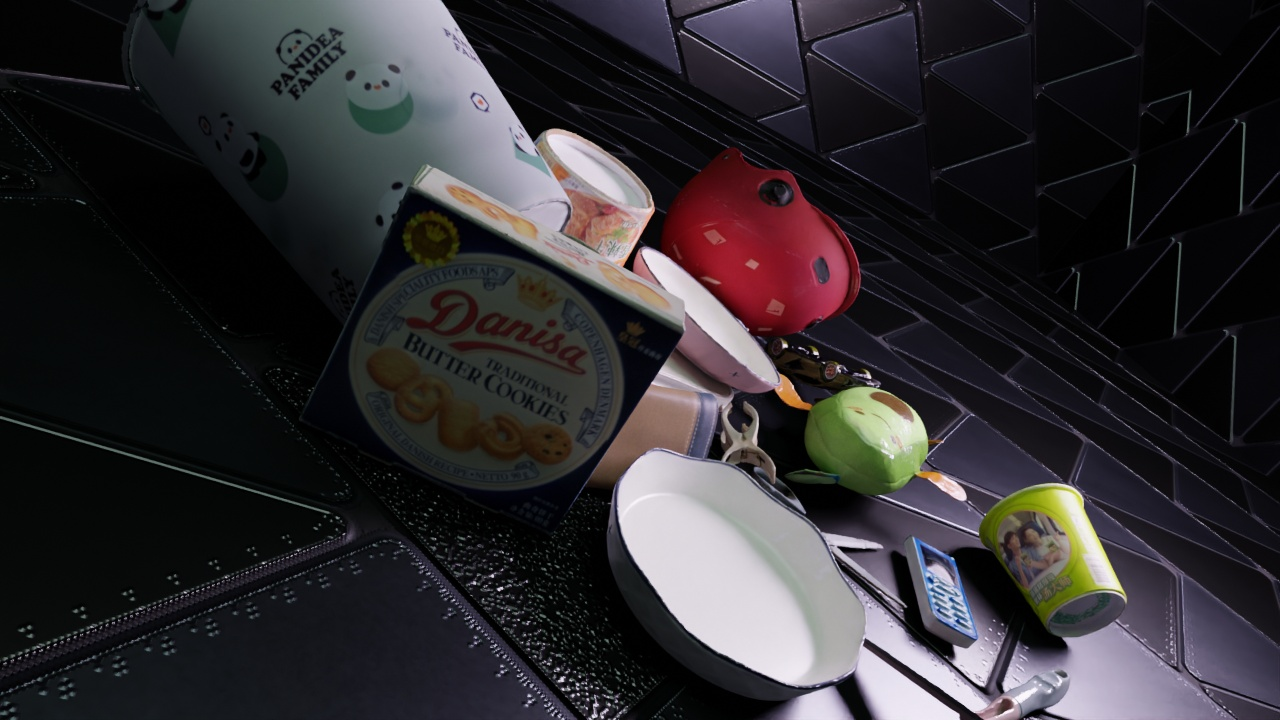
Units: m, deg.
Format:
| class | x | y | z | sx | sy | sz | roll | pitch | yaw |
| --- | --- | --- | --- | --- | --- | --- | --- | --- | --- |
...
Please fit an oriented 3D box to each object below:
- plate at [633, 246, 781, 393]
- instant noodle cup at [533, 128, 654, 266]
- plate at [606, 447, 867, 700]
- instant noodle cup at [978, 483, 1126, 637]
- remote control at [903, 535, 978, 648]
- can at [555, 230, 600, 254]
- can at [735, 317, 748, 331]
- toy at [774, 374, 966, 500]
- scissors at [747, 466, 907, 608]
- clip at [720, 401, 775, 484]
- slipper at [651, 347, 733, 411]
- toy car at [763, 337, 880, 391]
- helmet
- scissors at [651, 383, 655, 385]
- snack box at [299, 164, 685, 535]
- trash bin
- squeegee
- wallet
| class | x | y | z | sx | sy | sz | roll | pitch | yaw |
| --- | --- | --- | --- | --- | --- | --- | --- | --- | --- |
| plate | 0.059 | -0.033 | 0.909 | 0.192 | 0.039 | 0.192 | 41 | 15 | -14 |
| instant noodle cup | -0.066 | -0.132 | 0.841 | 0.151 | 0.112 | 0.151 | 30 | 26 | -17 |
| plate | 0.062 | 0.149 | 0.644 | 0.205 | 0.046 | 0.204 | 26 | 28 | -15 |
| instant noodle cup | 0.419 | 0.207 | 0.924 | 0.111 | 0.112 | 0.123 | 21 | 35 | -25 |
| remote control | 0.266 | 0.206 | 0.822 | 0.049 | 0.024 | 0.124 | 30 | 25 | -5 |
| can | -0.080 | -0.020 | 0.678 | 0.058 | 0.147 | 0.058 | 26 | 25 | -13 |
| can | 0.053 | -0.053 | 1.026 | 0.134 | 0.053 | 0.053 | 35 | 24 | 6 |
| toy | 0.234 | 0.079 | 0.950 | 0.227 | 0.090 | 0.246 | 29 | 18 | 15 |
| scissors | 0.158 | 0.157 | 0.797 | 0.178 | 0.014 | 0.159 | 39 | 25 | 15 |
| clip | 0.091 | 0.078 | 0.834 | 0.070 | 0.035 | 0.099 | -1 | 32 | -1 |
| slipper | -0.005 | 0.005 | 0.837 | 0.274 | 0.054 | 0.114 | 17 | 31 | -54 |
| toy car | 0.207 | 0.010 | 1.070 | 0.070 | 0.042 | 0.158 | 12 | 9 | -38 |
| helmet | 0.118 | -0.112 | 1.066 | 0.143 | 0.207 | 0.240 | -35 | 55 | -27 |
| scissors | -0.039 | 0.018 | 0.700 | 0.133 | 0.118 | 0.017 | 41 | 30 | -57 |
| snack box | -0.094 | 0.001 | 0.575 | 0.178 | 0.183 | 0.045 | 27 | 25 | -12 |
| trash bin | -0.195 | -0.157 | 0.670 | 0.252 | 0.230 | 0.229 | 52 | 26 | 4 |
| squeegee | 0.286 | 0.266 | 0.712 | 0.248 | 0.040 | 0.249 | 29 | 10 | 41 |
| wallet | 0.003 | 0.061 | 0.707 | 0.115 | 0.090 | 0.033 | 12 | 7 | -38 |
